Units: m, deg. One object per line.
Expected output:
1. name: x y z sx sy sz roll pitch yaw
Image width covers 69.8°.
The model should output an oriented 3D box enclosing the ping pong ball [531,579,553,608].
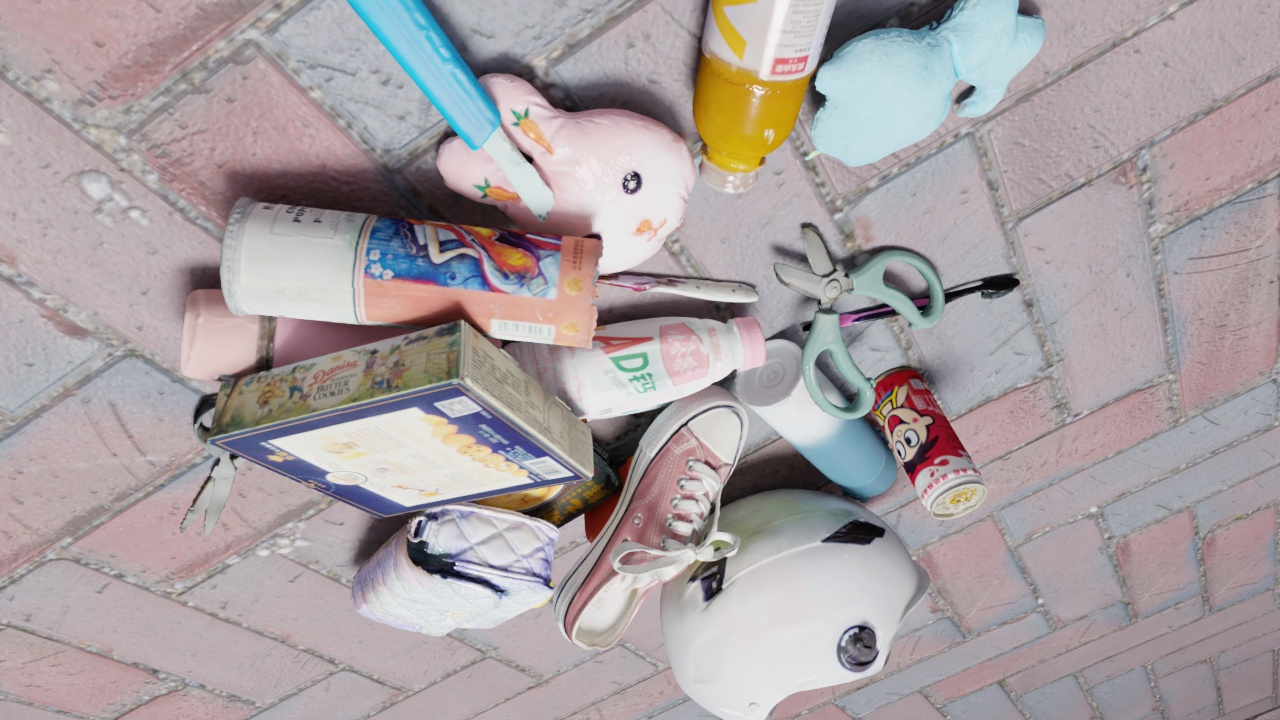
1. ping pong ball: -0.107 0.226 0.915 0.040 0.040 0.040 -9 137 -9

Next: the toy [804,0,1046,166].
1. toy: 0.173 -0.174 0.577 0.161 0.049 0.157 14 126 -48

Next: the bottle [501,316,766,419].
1. bottle: -0.004 0.004 0.695 0.197 0.068 0.068 -10 137 -9

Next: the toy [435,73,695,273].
1. toy: -0.044 -0.112 0.573 0.159 0.054 0.122 19 130 -24

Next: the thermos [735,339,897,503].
1. thermos: 0.164 0.058 0.813 0.070 0.070 0.220 -34 136 17

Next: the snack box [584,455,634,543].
1. snack box: -0.001 0.142 0.835 0.080 0.081 0.091 -29 136 27

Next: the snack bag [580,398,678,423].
1. snack bag: -0.007 0.028 0.749 0.104 0.026 0.048 -12 135 -6

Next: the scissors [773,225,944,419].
1. scissors: 0.177 -0.046 0.715 0.176 0.019 0.175 -31 116 -12

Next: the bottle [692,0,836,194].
1. bottle: 0.069 -0.183 0.521 0.068 0.068 0.190 -3 136 -15

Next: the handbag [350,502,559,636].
1. handbag: -0.159 0.183 0.781 0.134 0.075 0.194 18 147 -22

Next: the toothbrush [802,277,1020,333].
1. toothbrush: 0.224 -0.044 0.761 0.189 0.014 0.018 -12 150 -5

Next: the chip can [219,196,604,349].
1. chip can: -0.131 -0.051 0.555 0.214 0.071 0.071 6 134 -5

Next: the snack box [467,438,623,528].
1. snack box: -0.098 0.100 0.783 0.126 0.053 0.113 -33 136 9

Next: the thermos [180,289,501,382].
1. thermos: -0.201 -0.007 0.625 0.198 0.067 0.087 3 162 -22

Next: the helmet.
1. helmet: 0.127 0.201 0.866 0.258 0.229 0.146 -28 100 -3

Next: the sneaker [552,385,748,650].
1. sneaker: 0.022 0.134 0.732 0.118 0.088 0.241 37 84 -34

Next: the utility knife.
1. utility knife: -0.107 -0.154 0.500 0.034 0.018 0.205 -31 124 11

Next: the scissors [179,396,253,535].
1. scissors: -0.330 0.084 0.715 0.171 0.014 0.151 -20 139 7

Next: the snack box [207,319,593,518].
1. snack box: -0.149 0.049 0.609 0.183 0.045 0.178 -12 152 18

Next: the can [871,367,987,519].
1. can: 0.248 0.071 0.800 0.053 0.132 0.053 -10 138 -9

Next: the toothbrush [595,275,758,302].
1. toothbrush: 0.003 -0.053 0.676 0.187 0.016 0.017 3 142 -21
